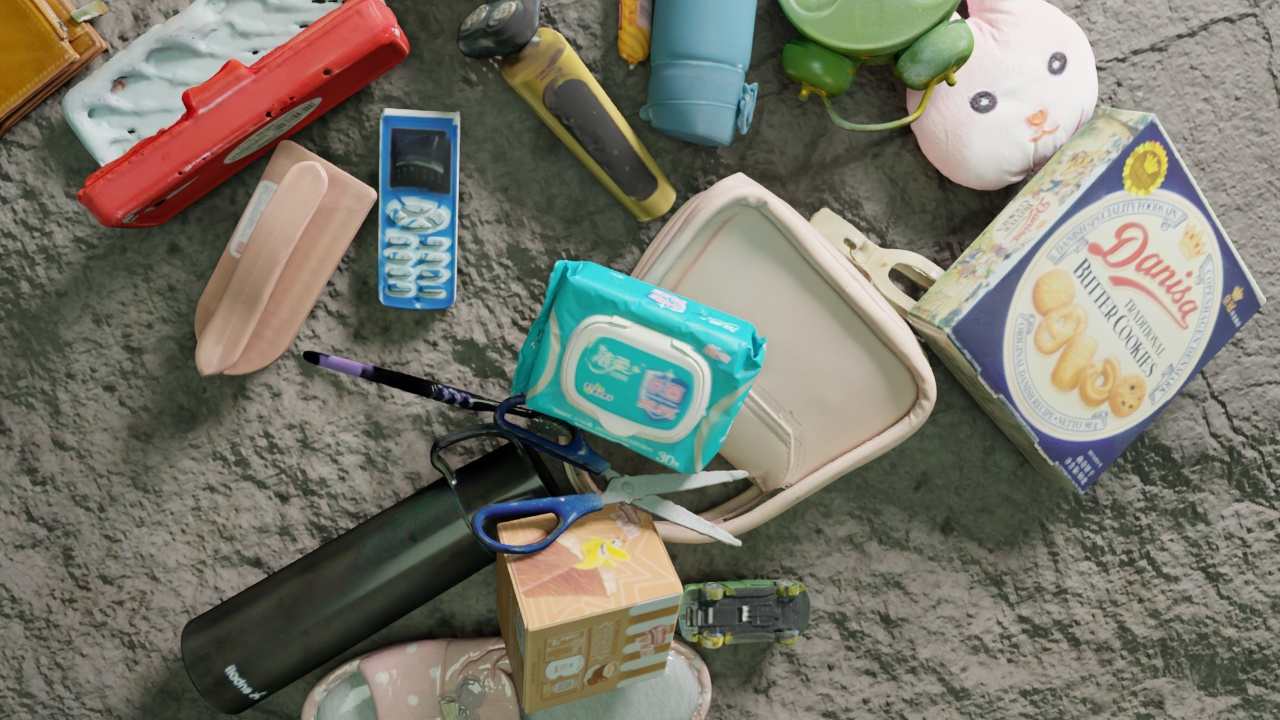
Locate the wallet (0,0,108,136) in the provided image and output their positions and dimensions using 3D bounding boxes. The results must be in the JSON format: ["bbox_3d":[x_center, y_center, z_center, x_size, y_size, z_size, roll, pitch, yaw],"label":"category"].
[{"bbox_3d":[-0.394,-0.211,0.537,0.119,0.035,0.130,-36,100,0],"label":"wallet"}]

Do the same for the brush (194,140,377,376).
[{"bbox_3d":[-0.222,-0.055,0.554,0.063,0.073,0.146,31,95,-9],"label":"brush"}]

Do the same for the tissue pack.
[{"bbox_3d":[-0.003,0.003,0.532,0.133,0.050,0.093,22,115,5],"label":"tissue pack"}]

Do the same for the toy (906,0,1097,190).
[{"bbox_3d":[0.219,-0.192,0.588,0.121,0.054,0.159,-30,91,2],"label":"toy"}]

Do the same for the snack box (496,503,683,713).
[{"bbox_3d":[-0.035,0.149,0.566,0.094,0.077,0.093,-9,133,-18],"label":"snack box"}]

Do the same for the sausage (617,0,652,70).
[{"bbox_3d":[-0.002,-0.266,0.572,0.021,0.021,0.165,1,97,-5],"label":"sausage"}]

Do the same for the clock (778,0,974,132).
[{"bbox_3d":[0.141,-0.219,0.553,0.116,0.056,0.161,1,91,20],"label":"clock"}]

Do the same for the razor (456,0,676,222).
[{"bbox_3d":[-0.039,-0.155,0.565,0.062,0.067,0.167,-41,105,3],"label":"razor"}]

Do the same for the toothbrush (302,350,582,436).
[{"bbox_3d":[-0.129,0.021,0.585,0.189,0.016,0.014,15,112,4],"label":"toothbrush"}]

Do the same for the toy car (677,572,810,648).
[{"bbox_3d":[0.070,0.169,0.626,0.091,0.036,0.043,1,96,-4],"label":"toy car"}]

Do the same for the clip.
[{"bbox_3d":[0.158,-0.062,0.615,0.104,0.086,0.035,34,94,20],"label":"clip"}]

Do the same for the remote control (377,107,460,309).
[{"bbox_3d":[-0.140,-0.095,0.580,0.049,0.024,0.125,3,98,-6],"label":"remote control"}]

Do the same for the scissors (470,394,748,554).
[{"bbox_3d":[-0.024,0.079,0.549,0.162,0.012,0.162,-40,76,-24],"label":"scissors"}]

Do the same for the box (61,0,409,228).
[{"bbox_3d":[-0.241,-0.167,0.526,0.201,0.095,0.100,-35,101,1],"label":"box"}]

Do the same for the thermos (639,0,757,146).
[{"bbox_3d":[0.044,-0.244,0.558,0.070,0.070,0.220,5,97,-6],"label":"thermos"}]

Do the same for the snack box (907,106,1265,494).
[{"bbox_3d":[0.290,-0.034,0.591,0.182,0.046,0.178,-47,116,2],"label":"snack box"}]

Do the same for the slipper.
[{"bbox_3d":[-0.087,0.236,0.612,0.274,0.054,0.114,-3,98,-5],"label":"slipper"}]

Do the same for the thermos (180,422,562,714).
[{"bbox_3d":[-0.171,0.124,0.582,0.242,0.068,0.090,-32,112,-2],"label":"thermos"}]

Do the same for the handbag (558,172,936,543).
[{"bbox_3d":[0.048,0.020,0.590,0.193,0.093,0.234,43,100,-7],"label":"handbag"}]
